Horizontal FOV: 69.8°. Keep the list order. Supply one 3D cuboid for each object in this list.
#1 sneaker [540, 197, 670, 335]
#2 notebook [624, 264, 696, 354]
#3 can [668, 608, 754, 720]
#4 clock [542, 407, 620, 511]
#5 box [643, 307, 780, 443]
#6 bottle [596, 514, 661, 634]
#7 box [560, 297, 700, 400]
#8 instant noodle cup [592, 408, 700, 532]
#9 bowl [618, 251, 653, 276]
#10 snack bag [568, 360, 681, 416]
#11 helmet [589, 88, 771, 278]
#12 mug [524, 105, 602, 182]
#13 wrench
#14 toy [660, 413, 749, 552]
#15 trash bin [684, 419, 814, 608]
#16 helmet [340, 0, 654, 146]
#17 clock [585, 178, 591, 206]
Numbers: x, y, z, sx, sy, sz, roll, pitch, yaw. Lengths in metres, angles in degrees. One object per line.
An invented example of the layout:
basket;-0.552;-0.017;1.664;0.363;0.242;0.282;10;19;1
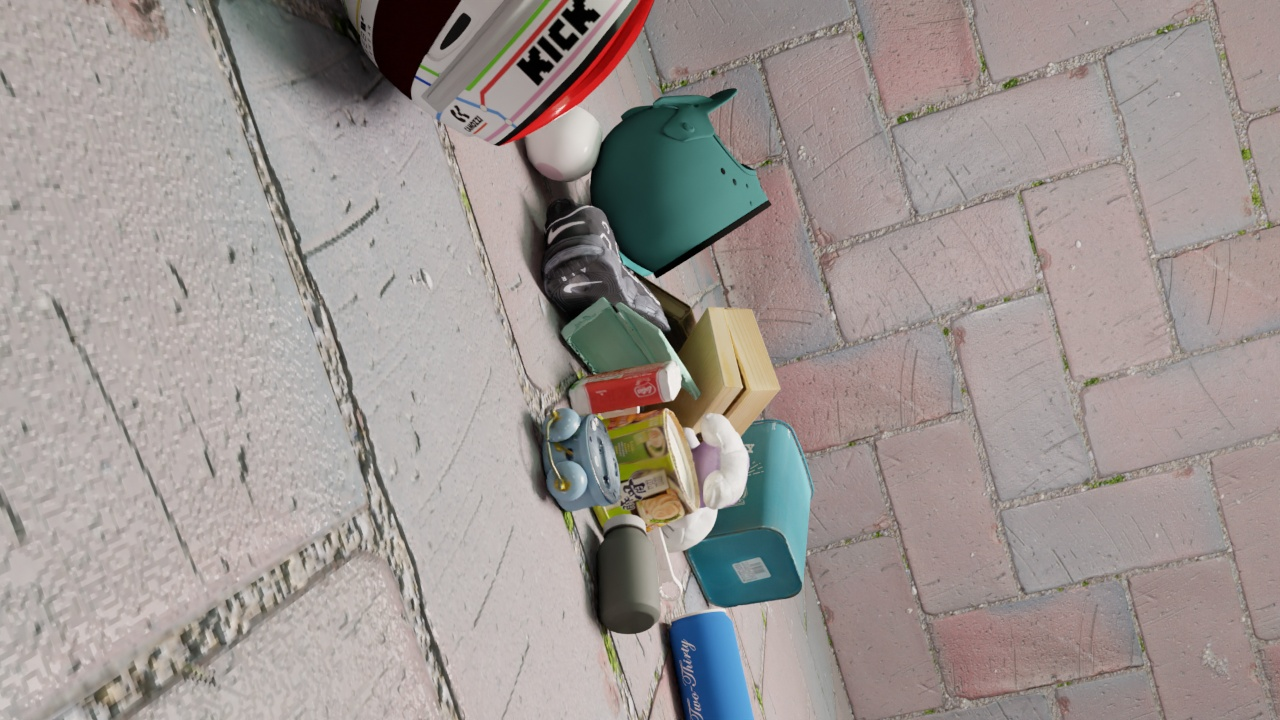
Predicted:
sneaker;-0.050;-0.111;1.111;0.252;0.097;0.150;43;29;-59
notebook;0.042;-0.047;1.283;0.190;0.034;0.215;32;-11;21
can;0.083;0.374;1.080;0.079;0.079;0.146;50;26;-64
clock;-0.060;0.094;0.859;0.124;0.052;0.088;50;28;-62
box;0.081;0.051;1.220;0.250;0.091;0.128;122;-43;-51
bottle;-0.013;0.208;0.901;0.060;0.060;0.108;62;16;-44
box;-0.007;0.004;1.080;0.078;0.113;0.187;-56;153;-11
instant noodle cup;0.003;0.121;1.005;0.146;0.098;0.146;-16;89;-79
bowl;-0.034;-0.155;1.284;0.046;0.121;0.121;-49;130;-35
snack bag;-0.016;0.030;1.007;0.077;0.116;0.036;-49;128;-76
helmet;0.050;-0.243;1.188;0.273;0.177;0.200;-36;96;-41
mug;-0.107;-0.267;1.099;0.124;0.090;0.076;32;73;-28
wrench;0.004;0.163;1.095;0.009;0.047;0.273;-46;122;-72
toy;0.068;0.152;1.133;0.210;0.085;0.137;127;-34;-56
trash bin;0.163;0.242;1.416;0.218;0.197;0.199;-78;150;-55
helmet;-0.116;-0.302;0.695;0.236;0.231;0.314;43;14;-11
clock;-0.032;-0.204;1.370;0.159;0.061;0.119;58;15;-17
